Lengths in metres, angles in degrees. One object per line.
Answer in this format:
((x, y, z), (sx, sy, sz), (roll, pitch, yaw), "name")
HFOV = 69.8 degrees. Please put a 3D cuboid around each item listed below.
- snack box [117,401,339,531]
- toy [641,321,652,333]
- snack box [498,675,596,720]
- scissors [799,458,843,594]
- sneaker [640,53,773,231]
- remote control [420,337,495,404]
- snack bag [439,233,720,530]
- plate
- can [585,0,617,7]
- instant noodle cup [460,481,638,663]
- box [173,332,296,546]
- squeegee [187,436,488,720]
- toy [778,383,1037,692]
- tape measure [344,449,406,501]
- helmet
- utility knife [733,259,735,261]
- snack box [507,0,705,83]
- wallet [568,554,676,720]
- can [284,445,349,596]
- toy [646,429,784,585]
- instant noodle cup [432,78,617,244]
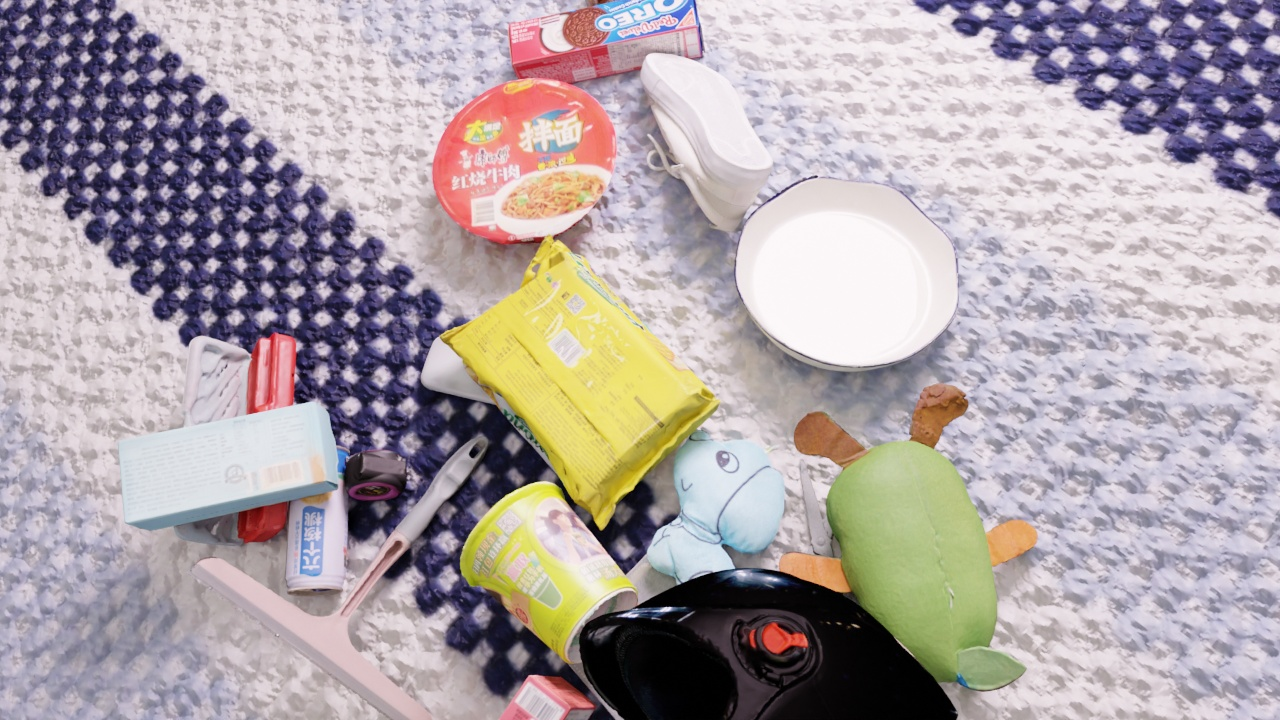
((-0.362, 0.094, 0.811), (0.174, 0.052, 0.074), (-11, 73, -8), "snack box")
((-0.005, 0.005, 0.879), (0.096, 0.030, 0.091), (-2, 74, 1), "toy")
((-0.096, 0.317, 0.729), (0.044, 0.113, 0.127), (32, 77, 17), "snack box")
((0.160, 0.174, 0.797), (0.162, 0.012, 0.163), (-43, 67, -9), "scissors")
((0.058, -0.223, 0.935), (0.089, 0.091, 0.242), (-3, 46, -23), "sneaker")
((-0.147, 0.014, 0.901), (0.136, 0.020, 0.055), (12, 72, 13), "remote control")
((-0.056, 0.011, 0.834), (0.158, 0.068, 0.246), (-43, 70, -2), "snack bag")
((0.190, -0.078, 0.856), (0.205, 0.046, 0.204), (-1, 63, 2), "plate")
((-0.002, -0.419, 1.020), (0.116, 0.058, 0.058), (0, 70, 10), "can")
((-0.070, 0.182, 0.764), (0.111, 0.112, 0.123), (-46, 58, -9), "instant noodle cup")
((-0.394, 0.072, 0.876), (0.098, 0.096, 0.201), (10, 64, -35), "box")
((-0.217, 0.166, 0.830), (0.247, 0.040, 0.248), (43, 61, -13), "squeegee")
((0.222, 0.147, 0.756), (0.227, 0.090, 0.246), (-8, 72, -5), "toy")
((-0.249, 0.106, 0.863), (0.057, 0.058, 0.039), (12, 57, -34), "tape measure")
((0.089, 0.264, 0.658), (0.229, 0.234, 0.274), (-31, 69, -36), "helmet")
((0.173, -0.057, 0.881), (0.187, 0.013, 0.029), (33, 80, 17), "utility knife")
((-0.036, -0.349, 1.001), (0.207, 0.058, 0.057), (-9, 71, 6), "snack box")
((0.005, 0.235, 0.785), (0.129, 0.037, 0.106), (-43, 70, -8), "wallet")
((-0.301, 0.149, 0.857), (0.053, 0.053, 0.134), (-7, 68, 6), "can")
((0.072, 0.134, 0.799), (0.156, 0.050, 0.161), (-31, 63, -17), "toy")
((-0.114, -0.194, 0.951), (0.194, 0.066, 0.193), (-3, 68, 8), "instant noodle cup")
